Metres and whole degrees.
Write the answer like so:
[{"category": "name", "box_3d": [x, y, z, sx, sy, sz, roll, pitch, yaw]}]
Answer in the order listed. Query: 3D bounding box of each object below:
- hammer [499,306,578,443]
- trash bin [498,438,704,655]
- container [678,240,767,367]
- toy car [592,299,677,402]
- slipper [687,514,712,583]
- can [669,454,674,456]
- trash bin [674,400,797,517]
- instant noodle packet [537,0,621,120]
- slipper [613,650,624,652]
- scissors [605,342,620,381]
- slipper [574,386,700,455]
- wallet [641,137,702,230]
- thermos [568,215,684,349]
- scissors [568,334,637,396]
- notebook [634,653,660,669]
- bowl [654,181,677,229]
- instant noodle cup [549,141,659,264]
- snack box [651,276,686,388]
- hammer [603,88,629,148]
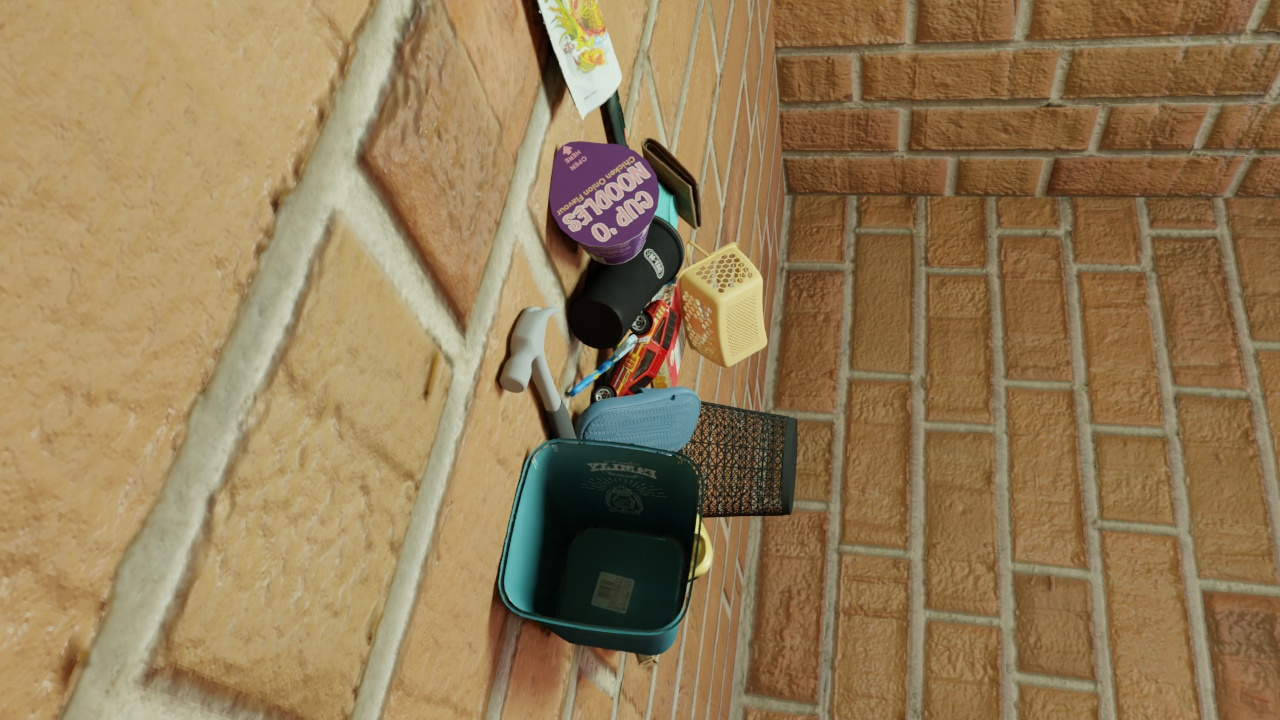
[{"category": "hammer", "box_3d": [-0.093, 0.059, 1.040, 0.311, 0.029, 0.124, 76, 22, -52]}, {"category": "trash bin", "box_3d": [-0.031, 0.225, 1.025, 0.219, 0.197, 0.198, 82, 17, -61]}, {"category": "container", "box_3d": [0.129, -0.101, 1.585, 0.167, 0.129, 0.184, 46, -22, 41]}, {"category": "toy car", "box_3d": [-0.007, 0.007, 1.242, 0.189, 0.056, 0.081, -62, 163, 0]}, {"category": "slipper", "box_3d": [0.011, 0.185, 1.237, 0.078, 0.099, 0.263, 49, 14, -43]}, {"category": "can", "box_3d": [0.010, 0.156, 1.376, 0.080, 0.080, 0.145, 57, 38, -67]}, {"category": "trash bin", "box_3d": [0.137, 0.170, 1.559, 0.216, 0.243, 0.217, 4, 89, -76]}, {"category": "instant noodle packet", "box_3d": [-0.080, -0.400, 0.952, 0.269, 0.057, 0.146, 71, 24, -45]}, {"category": "slipper", "box_3d": [-0.026, 0.359, 1.326, 0.222, 0.056, 0.106, 67, 31, -58]}, {"category": "scissors", "box_3d": [-0.031, 0.000, 1.321, 0.130, 0.012, 0.116, 63, 34, -62]}, {"category": "slipper", "box_3d": [-0.001, 0.075, 1.205, 0.213, 0.059, 0.104, 0, 120, -42]}, {"category": "wallet", "box_3d": [0.045, -0.255, 1.325, 0.027, 0.121, 0.099, -36, 151, -14]}, {"category": "thermos", "box_3d": [-0.020, -0.101, 1.174, 0.218, 0.106, 0.106, -60, 151, -52]}, {"category": "scissors", "box_3d": [-0.043, 0.005, 1.137, 0.013, 0.130, 0.125, 50, 45, 0]}, {"category": "notebook", "box_3d": [-0.016, 0.292, 1.223, 0.190, 0.034, 0.215, 12, 56, -77]}, {"category": "bowl", "box_3d": [0.025, -0.207, 1.301, 0.121, 0.046, 0.121, 2, 89, -76]}, {"category": "instant noodle cup", "box_3d": [-0.041, -0.175, 1.071, 0.137, 0.122, 0.122, 51, -5, 12]}, {"category": "snack box", "box_3d": [0.044, -0.043, 1.562, 0.143, 0.040, 0.144, 78, 20, -47]}, {"category": "hammer", "box_3d": [-0.025, -0.287, 1.252, 0.334, 0.033, 0.132, 76, 22, -47]}]
